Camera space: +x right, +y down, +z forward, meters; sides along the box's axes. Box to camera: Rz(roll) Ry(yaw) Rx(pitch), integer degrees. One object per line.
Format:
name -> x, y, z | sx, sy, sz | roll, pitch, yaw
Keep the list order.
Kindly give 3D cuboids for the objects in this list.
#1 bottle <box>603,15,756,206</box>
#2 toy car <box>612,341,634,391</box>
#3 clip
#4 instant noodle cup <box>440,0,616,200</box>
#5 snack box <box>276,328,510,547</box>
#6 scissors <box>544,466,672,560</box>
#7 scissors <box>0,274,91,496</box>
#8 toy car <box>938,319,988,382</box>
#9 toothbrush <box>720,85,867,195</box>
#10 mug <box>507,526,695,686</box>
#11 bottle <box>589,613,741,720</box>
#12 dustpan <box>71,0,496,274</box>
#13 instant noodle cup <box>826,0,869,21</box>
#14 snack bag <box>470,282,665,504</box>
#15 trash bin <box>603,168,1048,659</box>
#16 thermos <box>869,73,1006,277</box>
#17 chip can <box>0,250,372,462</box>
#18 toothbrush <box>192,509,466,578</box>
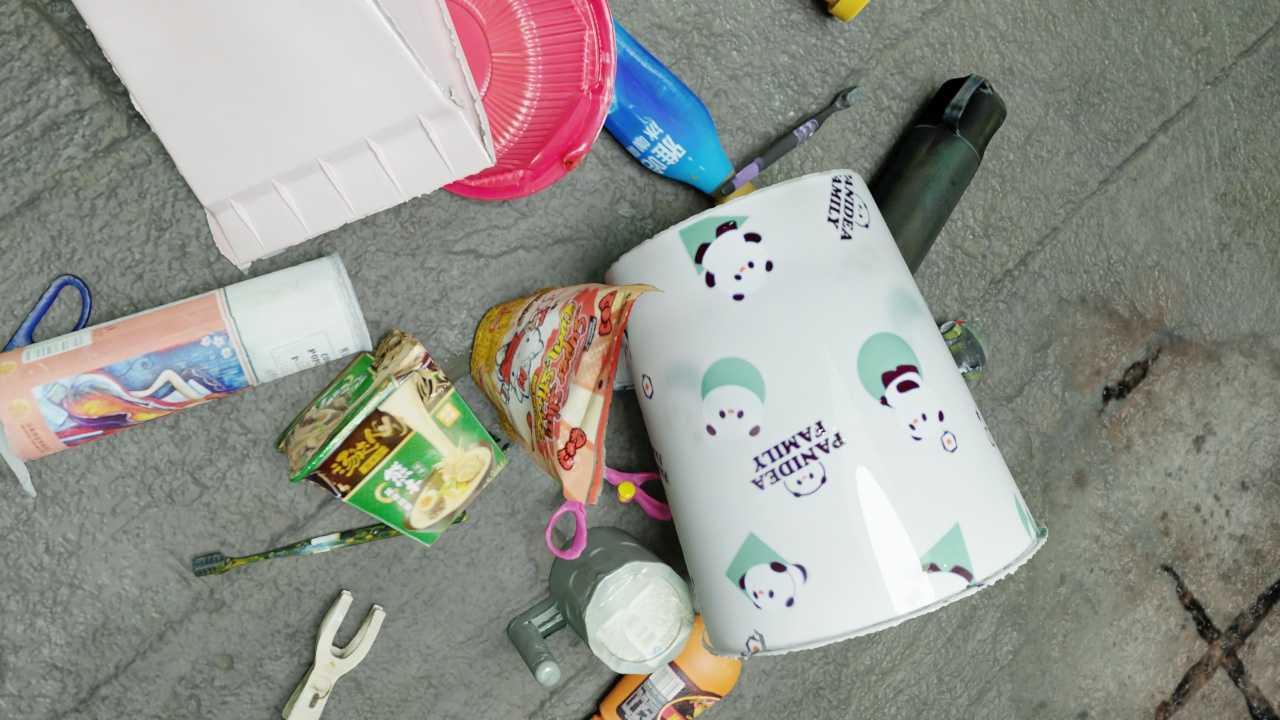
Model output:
bottle -> 0.001, -0.190, 0.675 | 0.218, 0.065, 0.065 | 42, 80, -15
toy car -> -0.004, 0.004, 0.698 | 0.090, 0.034, 0.043 | -2, 96, -16
clip -> -0.217, 0.212, 0.638 | 0.034, 0.070, 0.099 | 30, 77, -17
instant noodle cup -> -0.116, -0.194, 0.585 | 0.194, 0.065, 0.194 | 7, 112, 18
snack box -> -0.161, 0.058, 0.617 | 0.117, 0.118, 0.105 | -47, 114, -11
scissors -> -0.037, 0.088, 0.673 | 0.133, 0.017, 0.133 | 31, 65, 11
scissors -> -0.420, 0.004, 0.582 | 0.162, 0.012, 0.176 | -36, 104, -12
toy car -> 0.232, 0.013, 0.763 | 0.120, 0.045, 0.053 | -34, 103, -8
toothbrush -> 0.123, -0.173, 0.709 | 0.188, 0.017, 0.014 | -40, 109, -31
mug -> -0.031, 0.181, 0.659 | 0.123, 0.103, 0.083 | -30, 100, -15
bottle -> 0.006, 0.261, 0.699 | 0.149, 0.067, 0.067 | -41, 103, -4
dustpan -> -0.217, -0.225, 0.569 | 0.223, 0.138, 0.273 | -13, 124, 22
instant noodle cup -> 0.142, -0.338, 0.689 | 0.114, 0.118, 0.118 | 29, 83, -9
snack bag -> -0.052, 0.007, 0.591 | 0.073, 0.208, 0.128 | 19, 89, -23
trash bin -> 0.102, 0.029, 0.602 | 0.229, 0.230, 0.252 | -20, 86, -15
thermos -> 0.205, -0.119, 0.730 | 0.068, 0.090, 0.242 | 29, 82, 23
chip can -> -0.288, -0.006, 0.585 | 0.214, 0.071, 0.071 | -20, 98, -18
toothbrush -> -0.215, 0.126, 0.646 | 0.185, 0.017, 0.012 | -9, 58, -17
